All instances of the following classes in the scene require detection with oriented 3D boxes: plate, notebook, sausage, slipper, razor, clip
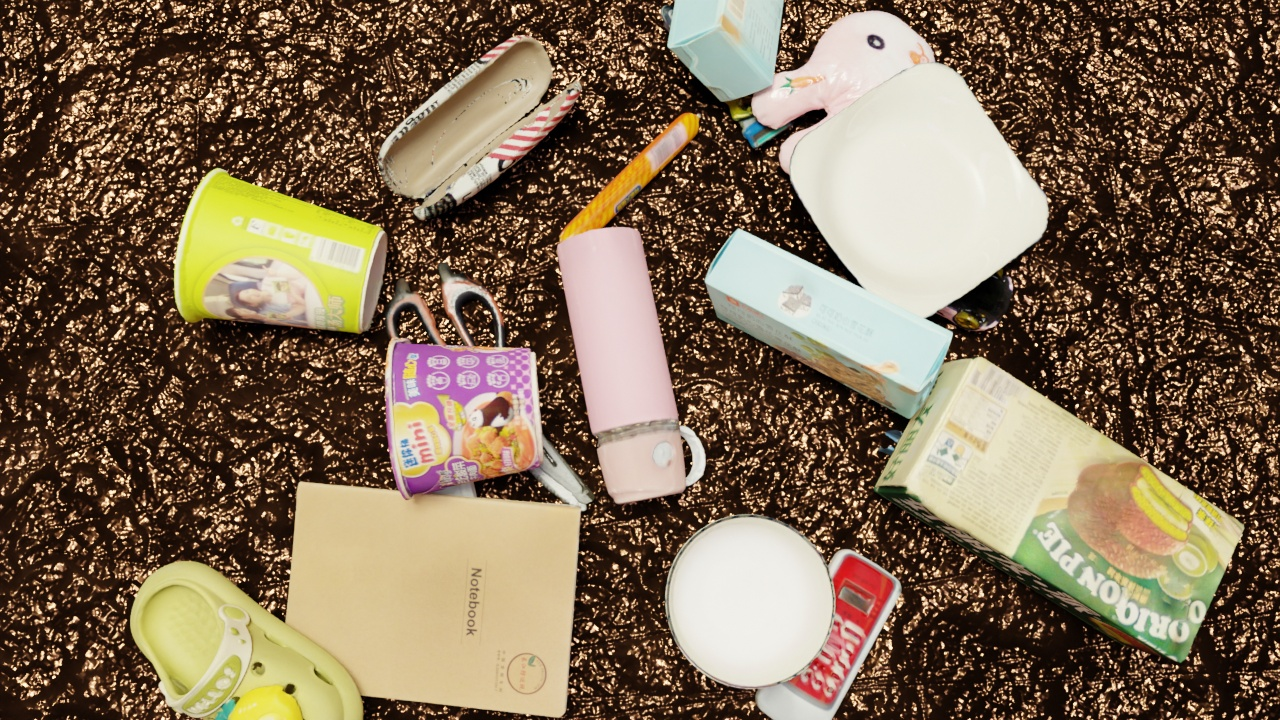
[{"bbox_3d":[0.204,-0.124,0.687,0.163,0.034,0.164,-34,88,-10],"label":"plate"},{"bbox_3d":[-0.150,0.168,0.651,0.208,0.008,0.147,4,88,6],"label":"notebook"},{"bbox_3d":[-0.008,-0.141,0.727,0.021,0.021,0.165,44,81,5],"label":"sausage"},{"bbox_3d":[-0.279,0.215,0.617,0.190,0.081,0.091,37,94,10],"label":"slipper"},{"bbox_3d":[0.061,-0.232,0.746,0.042,0.022,0.142,-36,84,-23],"label":"razor"},{"bbox_3d":[0.212,0.072,0.700,0.058,0.026,0.038,28,77,0],"label":"clip"}]

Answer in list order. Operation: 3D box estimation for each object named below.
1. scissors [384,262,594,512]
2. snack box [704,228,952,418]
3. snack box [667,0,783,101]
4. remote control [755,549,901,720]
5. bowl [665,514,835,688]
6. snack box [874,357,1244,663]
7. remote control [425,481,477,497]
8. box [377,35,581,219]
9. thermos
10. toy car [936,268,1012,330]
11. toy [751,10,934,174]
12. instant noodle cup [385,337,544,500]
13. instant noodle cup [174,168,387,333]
[{"bbox_3d":[-0.101,0.018,0.697,0.208,0.015,0.185,14,80,0],"label":"scissors"},{"bbox_3d":[0.133,-0.026,0.665,0.175,0.074,0.051,29,81,19],"label":"snack box"},{"bbox_3d":[0.073,-0.296,0.712,0.052,0.074,0.174,-7,64,38],"label":"snack box"},{"bbox_3d":[0.139,0.208,0.675,0.056,0.020,0.136,33,80,2],"label":"remote control"},{"bbox_3d":[0.074,0.169,0.655,0.116,0.066,0.116,0,79,-2],"label":"bowl"},{"bbox_3d":[0.302,0.106,0.666,0.240,0.063,0.114,31,80,-4],"label":"snack box"},{"bbox_3d":[-0.136,0.140,0.670,0.049,0.024,0.125,-15,82,-3],"label":"remote control"},{"bbox_3d":[-0.128,-0.182,0.704,0.163,0.076,0.087,-44,105,-7],"label":"box"},{"bbox_3d":[-0.004,0.004,0.684,0.087,0.067,0.198,-7,79,-34],"label":"thermos"},{"bbox_3d":[0.230,-0.067,0.719,0.122,0.037,0.056,29,81,-1],"label":"toy car"},{"bbox_3d":[0.170,-0.207,0.728,0.159,0.054,0.121,-30,92,-11],"label":"toy"},{"bbox_3d":[-0.118,0.037,0.636,0.099,0.112,0.111,-5,80,-4],"label":"instant noodle cup"},{"bbox_3d":[-0.252,-0.069,0.665,0.123,0.112,0.111,12,79,-10],"label":"instant noodle cup"}]
